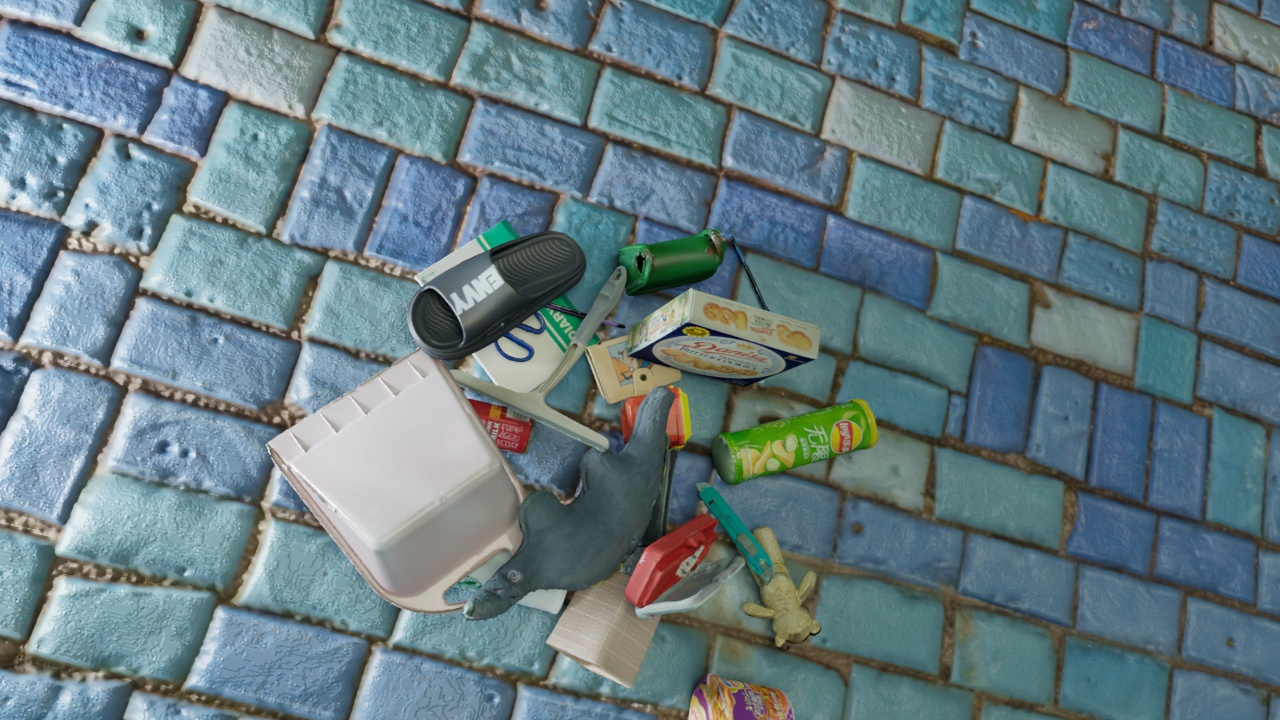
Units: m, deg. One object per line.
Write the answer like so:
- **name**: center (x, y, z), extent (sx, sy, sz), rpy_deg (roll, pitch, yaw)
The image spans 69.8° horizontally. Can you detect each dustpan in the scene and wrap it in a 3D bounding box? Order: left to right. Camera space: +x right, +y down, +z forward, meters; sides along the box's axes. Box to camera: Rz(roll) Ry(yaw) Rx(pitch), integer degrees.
- **dustpan**: center (-0.262, 0.152, 1.064), extent (0.222, 0.139, 0.273), rpy_deg (-33, 55, -20)

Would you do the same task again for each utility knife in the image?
- **utility knife**: center (0.122, 0.218, 1.180), extent (0.029, 0.013, 0.161), rpy_deg (-31, 63, -16)

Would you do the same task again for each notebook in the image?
- **notebook**: center (-0.172, -0.066, 1.201), extent (0.150, 0.012, 0.209), rpy_deg (-37, 88, -20)

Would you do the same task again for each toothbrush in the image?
- **toothbrush**: center (-0.109, -0.071, 1.205), extent (0.189, 0.014, 0.016), rpy_deg (15, 59, -11)
- **toothbrush**: center (0.166, -0.090, 1.290), extent (0.016, 0.014, 0.189), rpy_deg (-26, 83, 5)

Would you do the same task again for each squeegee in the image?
- **squeegee**: center (-0.082, -0.021, 1.153), extent (0.247, 0.039, 0.246), rpy_deg (22, 63, 24)

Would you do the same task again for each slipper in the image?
- **slipper**: center (-0.173, -0.102, 1.142), extent (0.267, 0.084, 0.110), rpy_deg (-34, 76, -32)

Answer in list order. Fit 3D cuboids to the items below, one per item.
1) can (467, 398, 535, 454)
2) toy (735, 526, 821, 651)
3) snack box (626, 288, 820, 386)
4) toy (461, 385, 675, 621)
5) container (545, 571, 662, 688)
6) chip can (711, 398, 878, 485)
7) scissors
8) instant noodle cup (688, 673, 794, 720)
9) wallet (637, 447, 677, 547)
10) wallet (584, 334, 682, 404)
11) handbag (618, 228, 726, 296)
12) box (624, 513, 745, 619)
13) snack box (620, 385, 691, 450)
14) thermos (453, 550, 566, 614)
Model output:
- **can**: center (-0.200, 0.077, 1.137), extent (0.132, 0.053, 0.053), rpy_deg (14, 74, -11)
- **toy**: center (0.172, 0.290, 1.181), extent (0.105, 0.066, 0.157), rpy_deg (-21, 77, -9)
- **snack box**: center (0.099, -0.023, 1.154), extent (0.177, 0.183, 0.045), rpy_deg (15, 72, -20)
- **toy**: center (-0.059, 0.186, 1.065), extent (0.355, 0.091, 0.138), rpy_deg (-44, 124, -25)
- **container**: center (-0.036, 0.313, 1.094), extent (0.090, 0.090, 0.110), rpy_deg (47, 62, -39)
- **chip can**: center (0.204, 0.108, 1.222), extent (0.221, 0.073, 0.072), rpy_deg (-12, 80, -16)
- **scissors**: center (-0.208, -0.049, 1.173), extent (0.173, 0.012, 0.128), rpy_deg (-3, 77, -14)
- **instant noodle cup**: center (0.126, 0.440, 1.111), extent (0.099, 0.112, 0.111), rpy_deg (11, 74, -20)
- **wallet**: center (0.013, 0.173, 1.145), extent (0.019, 0.097, 0.120), rpy_deg (13, 74, -21)
- **wallet**: center (-0.007, 0.007, 1.217), extent (0.115, 0.024, 0.087), rpy_deg (-17, 79, -24)
- **handbag**: center (0.041, -0.135, 1.213), extent (0.131, 0.120, 0.068), rpy_deg (-12, 86, -18)
- **box**: center (0.063, 0.255, 1.085), extent (0.092, 0.201, 0.094), rpy_deg (30, 104, 18)
- **snack box**: center (0.018, 0.076, 1.175), extent (0.080, 0.091, 0.082), rpy_deg (-4, 78, -8)
- **thermos**: center (-0.199, 0.244, 1.091), extent (0.224, 0.073, 0.073), rpy_deg (17, 74, -9)
